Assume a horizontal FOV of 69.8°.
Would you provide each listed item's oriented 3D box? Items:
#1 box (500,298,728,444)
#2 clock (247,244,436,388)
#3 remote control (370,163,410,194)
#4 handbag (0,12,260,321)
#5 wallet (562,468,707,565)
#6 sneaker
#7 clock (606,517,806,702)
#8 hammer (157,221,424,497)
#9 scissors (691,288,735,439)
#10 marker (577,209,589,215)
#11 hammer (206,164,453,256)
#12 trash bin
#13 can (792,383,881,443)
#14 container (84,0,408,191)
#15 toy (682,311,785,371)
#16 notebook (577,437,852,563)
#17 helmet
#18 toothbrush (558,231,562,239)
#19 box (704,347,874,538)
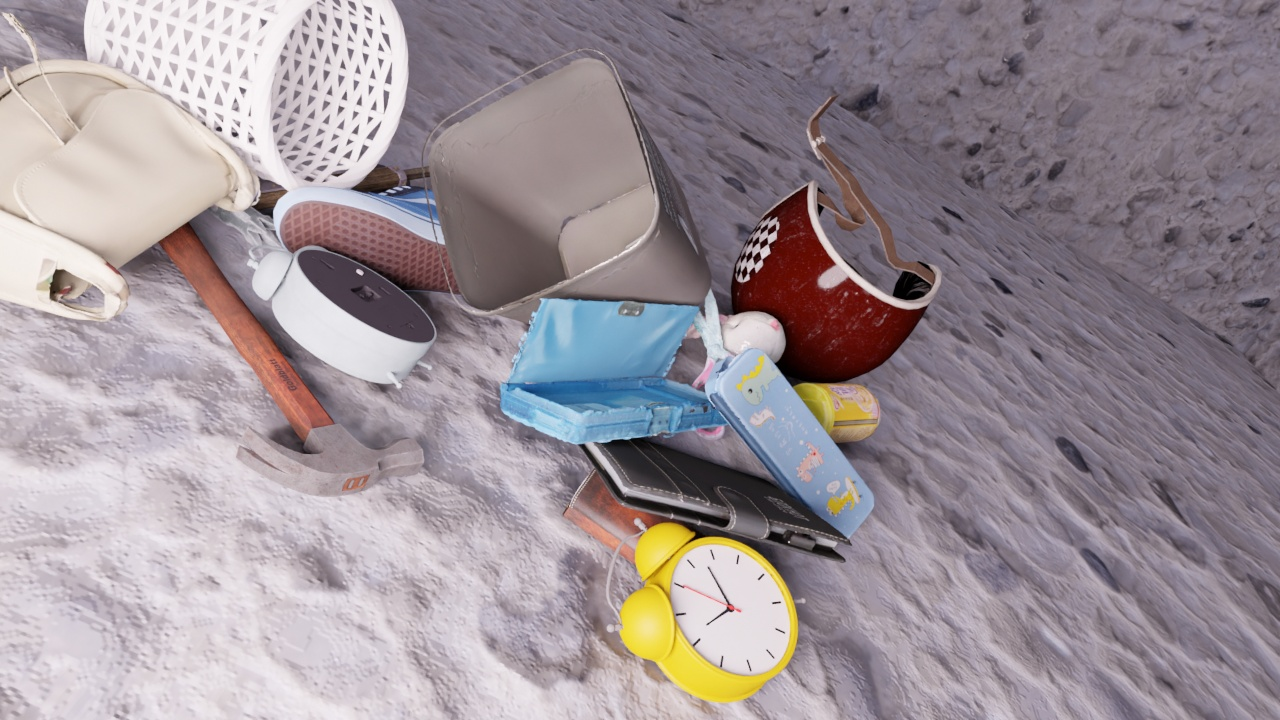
[{"bbox_3d":[-0.005,0.003,0.801,0.094,0.110,0.231,22,13,35],"label":"box"},{"bbox_3d":[-0.234,-0.042,0.720,0.159,0.045,0.122,36,12,-2],"label":"clock"},{"bbox_3d":[-0.262,-0.169,0.956,0.046,0.009,0.124,16,33,-27],"label":"remote control"},{"bbox_3d":[-0.390,-0.142,0.648,0.184,0.132,0.228,21,36,-3],"label":"handbag"},{"bbox_3d":[0.002,0.137,0.737,0.123,0.019,0.072,34,29,3],"label":"wallet"},{"bbox_3d":[-0.231,-0.122,0.844,0.240,0.084,0.098,9,38,-49],"label":"sneaker"},{"bbox_3d":[0.046,0.179,0.665,0.152,0.052,0.113,26,45,-10],"label":"clock"},{"bbox_3d":[-0.288,-0.016,0.678,0.300,0.028,0.110,46,30,23],"label":"hammer"},{"bbox_3d":[0.095,-0.007,0.935,0.108,0.016,0.179,-8,63,9],"label":"scissors"},{"bbox_3d":[-0.036,-0.139,1.126,0.017,0.017,0.145,1,41,-44],"label":"marker"},{"bbox_3d":[-0.287,-0.179,0.911,0.147,0.028,0.315,35,31,19],"label":"hammer"},{"bbox_3d":[-0.049,-0.124,0.846,0.220,0.198,0.197,29,41,-65],"label":"trash bin"},{"bbox_3d":[0.210,0.058,1.013,0.104,0.068,0.067,1,42,-44],"label":"can"},{"bbox_3d":[-0.334,-0.259,0.798,0.187,0.190,0.188,22,26,15],"label":"container"},{"bbox_3d":[0.116,0.006,0.965,0.131,0.106,0.205,8,36,-32],"label":"toy"},{"bbox_3d":[0.055,0.108,0.768,0.209,0.029,0.169,16,7,-22],"label":"notebook"},{"bbox_3d":[0.222,-0.103,1.075,0.233,0.254,0.233,33,43,-10],"label":"helmet"},{"bbox_3d":[-0.137,-0.145,1.044,0.167,0.013,0.013,-5,46,-51],"label":"toothbrush"},{"bbox_3d":[0.146,0.078,0.854,0.210,0.064,0.069,50,35,-14],"label":"box"}]
